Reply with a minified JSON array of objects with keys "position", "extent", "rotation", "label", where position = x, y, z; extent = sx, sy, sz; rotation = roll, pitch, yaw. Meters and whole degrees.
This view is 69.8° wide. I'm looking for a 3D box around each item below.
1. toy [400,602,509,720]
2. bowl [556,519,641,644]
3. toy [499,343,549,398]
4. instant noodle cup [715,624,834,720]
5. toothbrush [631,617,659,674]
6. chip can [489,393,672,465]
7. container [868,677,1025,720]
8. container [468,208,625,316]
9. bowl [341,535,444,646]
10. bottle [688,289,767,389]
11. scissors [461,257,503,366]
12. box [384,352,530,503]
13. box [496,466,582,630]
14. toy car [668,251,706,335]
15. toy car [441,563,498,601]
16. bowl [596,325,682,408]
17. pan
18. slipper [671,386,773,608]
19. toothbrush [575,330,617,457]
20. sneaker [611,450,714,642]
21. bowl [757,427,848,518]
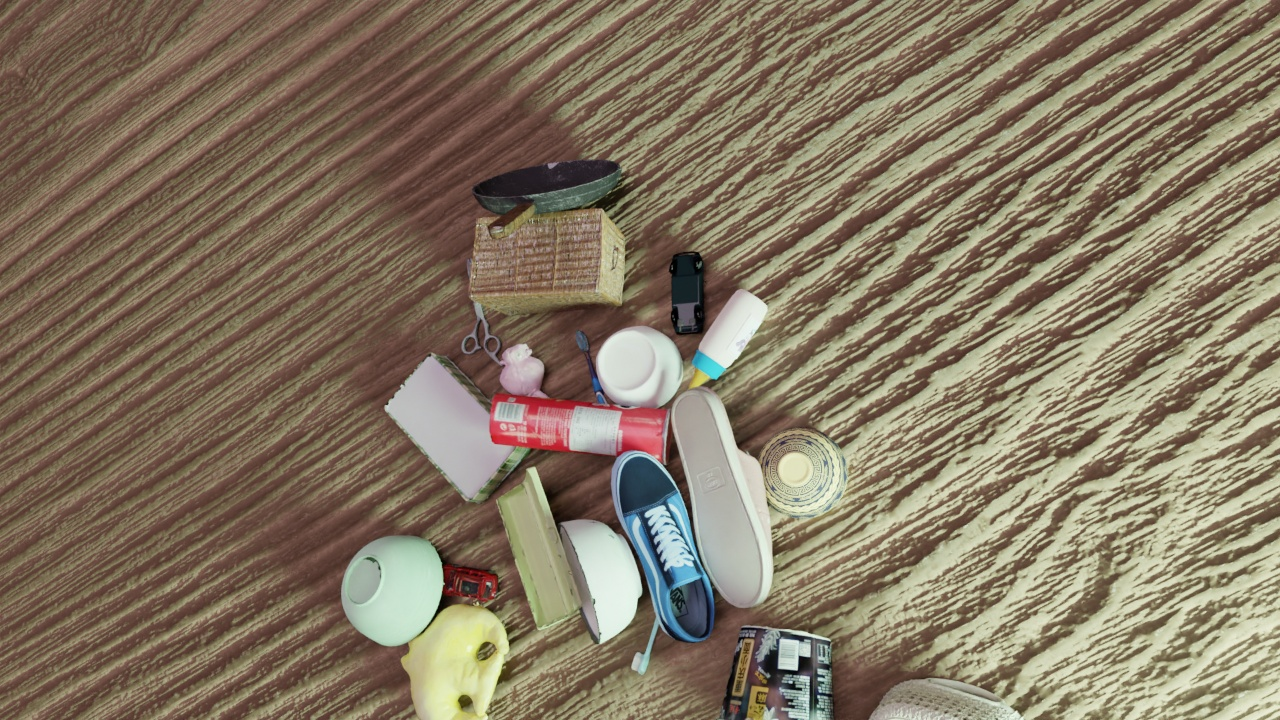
[{"position":[-0.247,0.400,1.206],"extent":[0.155,0.064,0.170],"rotation":[10,76,28],"label":"toy"},{"position":[-0.046,0.264,1.134],"extent":[0.072,0.154,0.153],"rotation":[-17,72,-15],"label":"bowl"},{"position":[-0.158,0.033,1.263],"extent":[0.064,0.047,0.110],"rotation":[-18,85,17],"label":"toy"},{"position":[0.161,0.365,1.047],"extent":[0.137,0.137,0.112],"rotation":[4,71,19],"label":"instant noodle cup"},{"position":[0.026,0.308,1.160],"extent":[0.017,0.016,0.180],"rotation":[18,86,30],"label":"toothbrush"},{"position":[-0.078,0.087,1.186],"extent":[0.233,0.073,0.073],"rotation":[5,80,8],"label":"chip can"},{"position":[0.309,0.469,0.964],"extent":[0.185,0.142,0.246],"rotation":[7,81,33],"label":"container"},{"position":[-0.121,-0.129,1.247],"extent":[0.199,0.112,0.113],"rotation":[-2,78,18],"label":"container"},{"position":[-0.347,0.303,1.236],"extent":[0.151,0.077,0.150],"rotation":[-13,62,26],"label":"bowl"},{"position":[0.106,-0.021,1.182],"extent":[0.051,0.051,0.146],"rotation":[35,91,21],"label":"bottle"},{"position":[-0.225,-0.071,1.323],"extent":[0.095,0.014,0.170],"rotation":[7,84,22],"label":"scissors"},{"position":[-0.257,0.093,1.283],"extent":[0.205,0.050,0.118],"rotation":[41,96,22],"label":"box"},{"position":[-0.125,0.242,1.184],"extent":[0.043,0.141,0.187],"rotation":[-11,68,-30],"label":"box"},{"position":[0.063,-0.089,1.219],"extent":[0.046,0.034,0.112],"rotation":[-4,79,18],"label":"toy car"},{"position":[-0.236,0.301,1.241],"extent":[0.091,0.036,0.042],"rotation":[4,81,25],"label":"toy car"},{"position":[-0.007,0.007,1.206],"extent":[0.116,0.065,0.116],"rotation":[-4,78,17],"label":"bowl"},{"position":[-0.136,-0.203,1.176],"extent":[0.208,0.356,0.040],"rotation":[-4,114,11],"label":"pan"},{"position":[0.106,0.164,1.122],"extent":[0.114,0.054,0.274],"rotation":[-21,81,47],"label":"slipper"},{"position":[-0.057,0.044,1.241],"extent":[0.016,0.017,0.189],"rotation":[-22,72,12],"label":"toothbrush"},{"position":[0.038,0.221,1.101],"extent":[0.083,0.098,0.241],"rotation":[-17,89,-22],"label":"sneaker"},{"position":[0.192,0.134,1.115],"extent":[0.112,0.061,0.112],"rotation":[-4,78,18],"label":"bowl"}]
